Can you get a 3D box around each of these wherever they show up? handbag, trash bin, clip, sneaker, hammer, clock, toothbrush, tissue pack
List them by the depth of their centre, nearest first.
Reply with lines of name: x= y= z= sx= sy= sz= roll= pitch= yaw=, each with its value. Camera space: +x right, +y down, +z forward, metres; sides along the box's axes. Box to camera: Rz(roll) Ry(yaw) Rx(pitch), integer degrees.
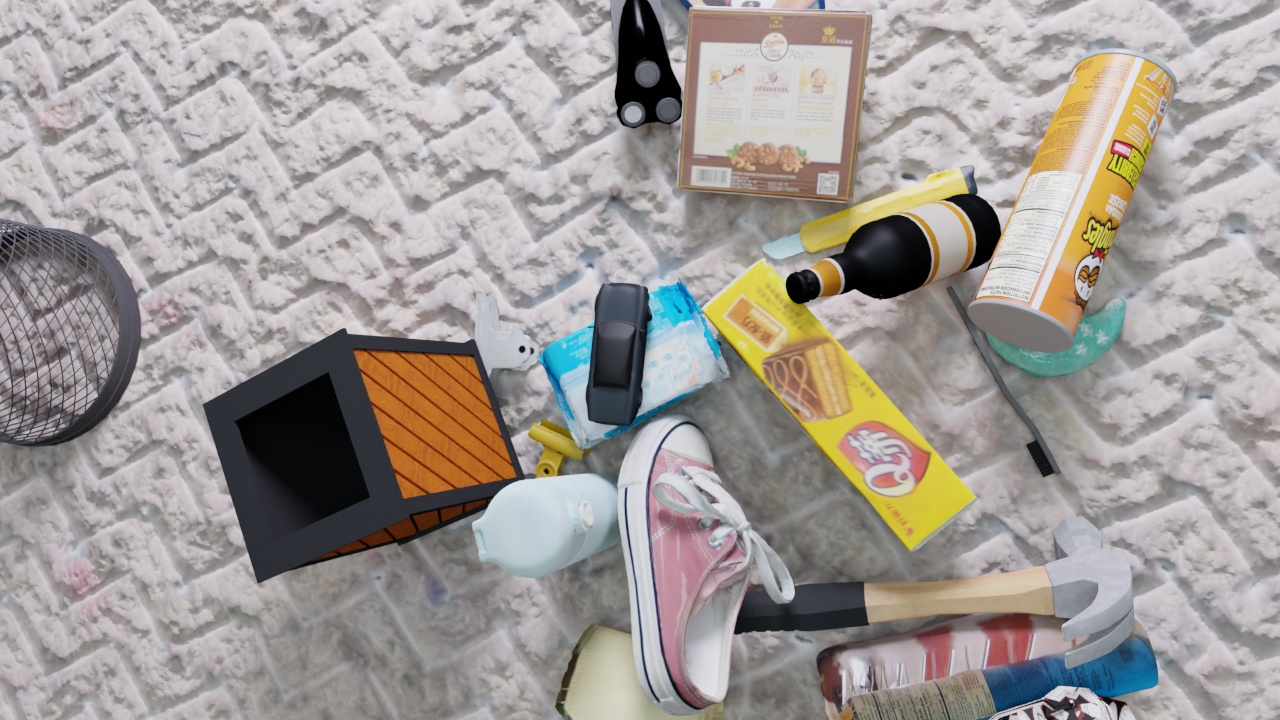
clock: x=0.287 y=0.280 z=0.630 sx=0.115 sy=0.065 sz=0.154 roll=-39 pitch=120 yaw=22
sneaker: x=0.044 y=0.132 z=0.674 sx=0.088 sy=0.118 sz=0.240 roll=-31 pitch=42 yaw=31
hammer: x=0.183 y=0.178 z=0.678 sx=0.329 sy=0.131 sz=0.039 roll=-9 pitch=108 yaw=15
handbag: x=0.001 y=0.264 z=0.709 sx=0.119 sy=0.111 sz=0.081 roll=4 pitch=102 yaw=13
toothbrush: x=0.284 y=0.015 z=0.723 sx=0.013 sy=0.012 sz=0.167 roll=-28 pitch=80 yaw=16
trash bin: x=-0.210 y=0.071 z=0.727 sx=0.140 sy=0.171 sz=0.139 roll=-25 pitch=80 yaw=19
tissue pack: x=-0.004 y=0.004 z=0.760 sx=0.144 sy=0.061 sz=0.093 roll=-28 pitch=80 yaw=10
clip: x=-0.074 y=0.079 z=0.784 sx=0.054 sy=0.045 sz=0.048 roll=24 pitch=65 yaw=11
clip: x=-0.121 y=-0.010 z=0.797 sx=0.058 sy=0.050 sz=0.101 roll=-1 pitch=85 yaw=24
trash bin: x=-0.616 y=-0.034 z=0.806 sx=0.218 sy=0.227 sz=0.217 roll=-1 pitch=84 yaw=12

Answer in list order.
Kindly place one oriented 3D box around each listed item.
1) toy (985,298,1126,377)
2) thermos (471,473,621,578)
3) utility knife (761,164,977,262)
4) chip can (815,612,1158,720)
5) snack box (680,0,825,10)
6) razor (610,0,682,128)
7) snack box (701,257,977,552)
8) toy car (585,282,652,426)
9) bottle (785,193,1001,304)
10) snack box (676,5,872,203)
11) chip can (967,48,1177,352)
toy: x=0.313 y=-0.030 z=0.713 sx=0.105 sy=0.033 sz=0.085 roll=28 pitch=80 yaw=14
thermos: x=-0.056 y=0.118 z=0.685 sx=0.078 sy=0.206 sz=0.065 roll=-14 pitch=82 yaw=10
utility knife: x=0.187 y=-0.119 z=0.754 sx=0.179 sy=0.017 sz=0.030 roll=-18 pitch=76 yaw=10
chip can: x=0.249 y=0.229 z=0.680 sx=0.230 sy=0.080 sz=0.079 roll=-16 pitch=82 yaw=9
snack box: x=0.078 y=-0.330 z=0.788 sx=0.087 sy=0.034 sz=0.151 roll=-40 pitch=78 yaw=6
razor: x=0.000 y=-0.275 z=0.792 sx=0.057 sy=0.060 sz=0.156 roll=-7 pitch=63 yaw=-1
snack box: x=0.147 y=0.033 z=0.700 sx=0.062 sy=0.110 sz=0.230 roll=-41 pitch=78 yaw=5
toy car: x=-0.018 y=-0.006 z=0.713 sx=0.046 sy=0.034 sz=0.112 roll=5 pitch=87 yaw=14
bottle: x=0.185 y=-0.077 z=0.683 sx=0.181 sy=0.059 sz=0.059 roll=-19 pitch=79 yaw=-26
snack box: x=0.107 y=-0.207 z=0.745 sx=0.143 sy=0.041 sz=0.147 roll=6 pitch=105 yaw=12
chip can: x=0.319 y=-0.118 z=0.679 sx=0.075 sy=0.075 sz=0.215 roll=24 pitch=80 yaw=13
